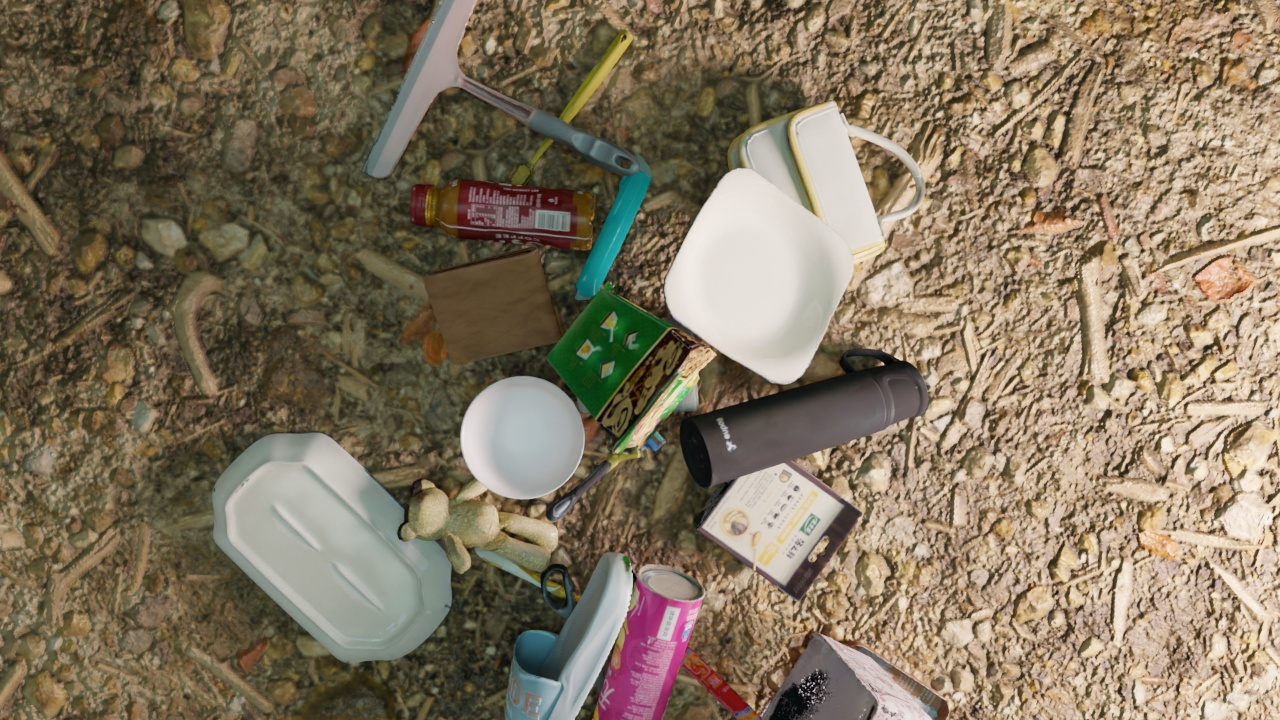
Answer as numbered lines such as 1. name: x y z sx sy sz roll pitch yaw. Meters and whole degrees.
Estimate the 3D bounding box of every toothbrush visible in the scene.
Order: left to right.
1. toothbrush: -0.083 0.232 0.940 0.191 0.016 0.018 28 110 -5
2. toothbrush: -0.069 -0.247 0.904 0.015 0.016 0.190 37 92 -5

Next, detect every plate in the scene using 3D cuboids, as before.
1. plate: -0.311 0.192 0.917 0.162 0.034 0.265 -43 95 1
2. plate: 0.106 -0.075 0.843 0.164 0.034 0.163 33 75 -16

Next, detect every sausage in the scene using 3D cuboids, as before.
1. sausage: 0.067 0.319 0.926 0.156 0.020 0.020 39 91 21

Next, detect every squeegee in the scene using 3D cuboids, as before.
1. squeegee: -0.108 -0.235 0.882 0.249 0.040 0.248 29 96 9

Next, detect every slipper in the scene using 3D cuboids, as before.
1. slipper: -0.084 0.287 0.883 0.074 0.104 0.245 26 101 -11

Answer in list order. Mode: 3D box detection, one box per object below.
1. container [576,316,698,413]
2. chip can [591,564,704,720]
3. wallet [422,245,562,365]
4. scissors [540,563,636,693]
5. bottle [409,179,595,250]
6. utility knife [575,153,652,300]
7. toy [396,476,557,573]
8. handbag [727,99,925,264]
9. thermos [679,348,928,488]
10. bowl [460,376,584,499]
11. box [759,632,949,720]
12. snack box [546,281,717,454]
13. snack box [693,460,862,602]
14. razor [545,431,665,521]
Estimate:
1. container: -0.005 0.005 0.892 0.114 0.090 0.090 -4 94 0
2. chip can: 0.001 0.312 0.910 0.071 0.071 0.211 16 101 -4
3. wallet: -0.143 -0.052 0.899 0.115 0.020 0.101 -12 117 1
4. scissors: -0.053 0.278 0.938 0.159 0.014 0.175 -39 102 11
5. bottle: -0.132 -0.143 0.888 0.175 0.057 0.057 5 94 -3
6. utility knife: -0.028 -0.130 0.918 0.029 0.013 0.157 26 95 -2
7. toy: -0.159 0.168 0.915 0.157 0.066 0.105 18 61 -8
8. handbag: 0.192 -0.174 0.905 0.178 0.063 0.163 -22 97 -5
9. thermos: 0.156 0.049 0.894 0.242 0.069 0.090 -15 56 -19
10. bowl: -0.114 0.072 0.903 0.118 0.065 0.118 0 94 -4
11. box: 0.219 0.399 0.917 0.193 0.156 0.183 30 95 -22
12. snack box: -0.014 0.004 0.802 0.105 0.118 0.117 40 95 12
13. snack box: 0.137 0.158 0.928 0.125 0.053 0.113 36 91 -5
14. razor: -0.040 0.113 0.931 0.142 0.022 0.042 -42 90 -1
